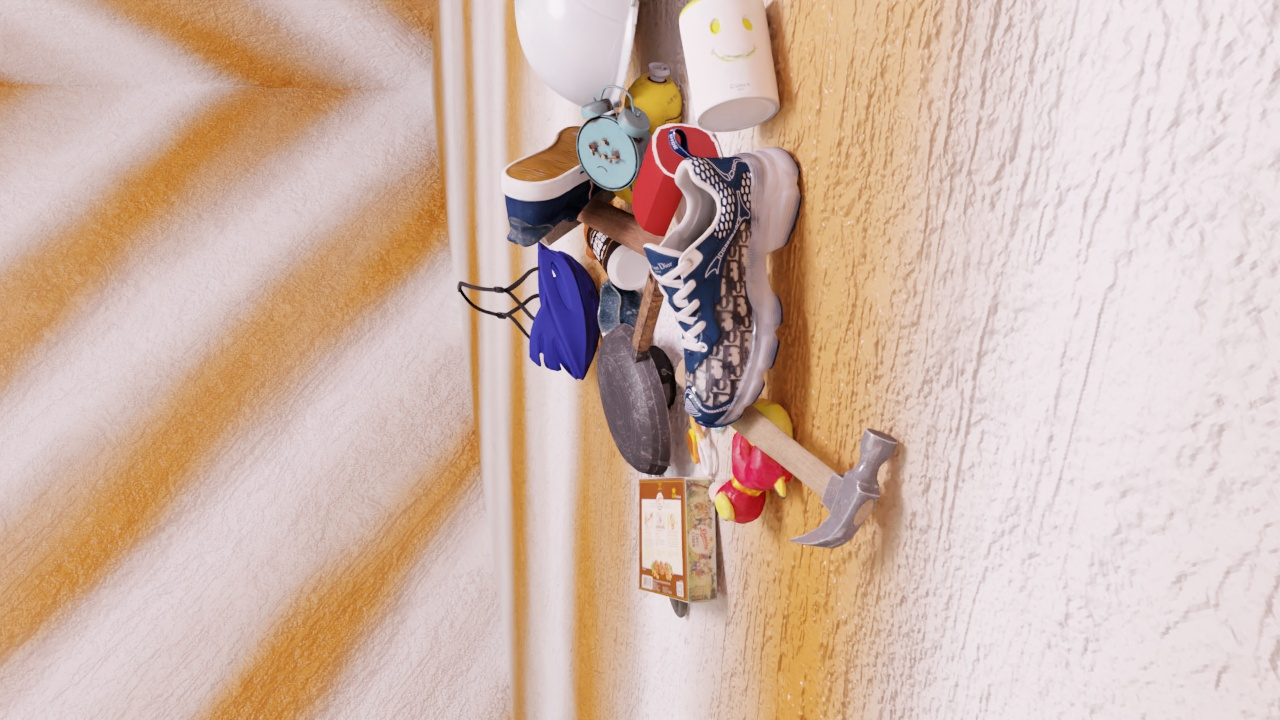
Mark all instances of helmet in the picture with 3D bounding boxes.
[{"bbox_3d":[-0.177,-0.077,1.487,0.148,0.227,0.241,113,150,-73],"label":"helmet"},{"bbox_3d":[-0.071,-0.431,1.111,0.237,0.163,0.263,116,162,-59],"label":"helmet"}]

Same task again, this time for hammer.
[{"bbox_3d":[0.108,0.063,0.858,0.331,0.030,0.119,39,112,57],"label":"hammer"},{"bbox_3d":[-0.017,-0.176,1.180,0.301,0.157,0.037,35,158,51],"label":"hammer"}]

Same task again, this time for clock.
[{"bbox_3d":[-0.028,-0.260,1.069,0.090,0.053,0.124,26,131,23],"label":"clock"},{"bbox_3d":[0.015,0.023,1.212,0.123,0.043,0.091,-130,34,-57],"label":"clock"}]

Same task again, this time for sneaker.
[{"bbox_3d":[-0.092,-0.225,1.199,0.293,0.121,0.127,-52,-29,-52],"label":"sneaker"},{"bbox_3d":[0.057,-0.073,0.849,0.103,0.132,0.269,17,99,62],"label":"sneaker"}]

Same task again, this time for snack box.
[{"bbox_3d":[0.043,0.218,1.140,0.143,0.041,0.147,162,109,-66],"label":"snack box"}]

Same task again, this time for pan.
[{"bbox_3d":[-0.006,0.007,1.127,0.358,0.040,0.207,98,152,-52],"label":"pan"}]

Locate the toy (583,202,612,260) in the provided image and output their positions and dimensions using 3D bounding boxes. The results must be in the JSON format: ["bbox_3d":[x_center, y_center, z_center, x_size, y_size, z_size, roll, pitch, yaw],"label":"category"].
[{"bbox_3d":[-0.055,-0.201,1.374,0.127,0.065,0.095,-106,28,-56],"label":"toy"}]

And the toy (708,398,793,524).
[{"bbox_3d":[0.117,0.104,0.914,0.105,0.067,0.137,53,131,55],"label":"toy"}]

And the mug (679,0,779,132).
[{"bbox_3d":[0.084,-0.281,0.868,0.083,0.082,0.106,148,115,-70],"label":"mug"}]

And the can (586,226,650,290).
[{"bbox_3d":[-0.026,-0.152,1.253,0.128,0.071,0.072,-121,32,-55],"label":"can"}]

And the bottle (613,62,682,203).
[{"bbox_3d":[0.011,-0.277,1.116,0.071,0.071,0.164,-114,26,-46],"label":"bottle"}]

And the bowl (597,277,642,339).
[{"bbox_3d":[-0.021,-0.060,1.287,0.110,0.055,0.110,175,90,-71],"label":"bowl"}]

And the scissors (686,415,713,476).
[{"bbox_3d":[0.069,0.079,1.082,0.083,0.012,0.133,-124,23,-54],"label":"scissors"}]

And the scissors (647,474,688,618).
[{"bbox_3d":[0.044,0.223,1.222,0.166,0.016,0.225,124,138,-62],"label":"scissors"}]

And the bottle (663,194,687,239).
[{"bbox_3d":[0.069,-0.147,0.968,0.157,0.067,0.067,116,145,-58],"label":"bottle"}]

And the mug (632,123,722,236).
[{"bbox_3d":[0.038,-0.214,1.034,0.097,0.080,0.116,115,153,-57],"label":"mug"}]

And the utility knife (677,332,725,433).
[{"bbox_3d":[0.068,0.022,1.095,0.022,0.015,0.158,106,151,-47],"label":"utility knife"}]
